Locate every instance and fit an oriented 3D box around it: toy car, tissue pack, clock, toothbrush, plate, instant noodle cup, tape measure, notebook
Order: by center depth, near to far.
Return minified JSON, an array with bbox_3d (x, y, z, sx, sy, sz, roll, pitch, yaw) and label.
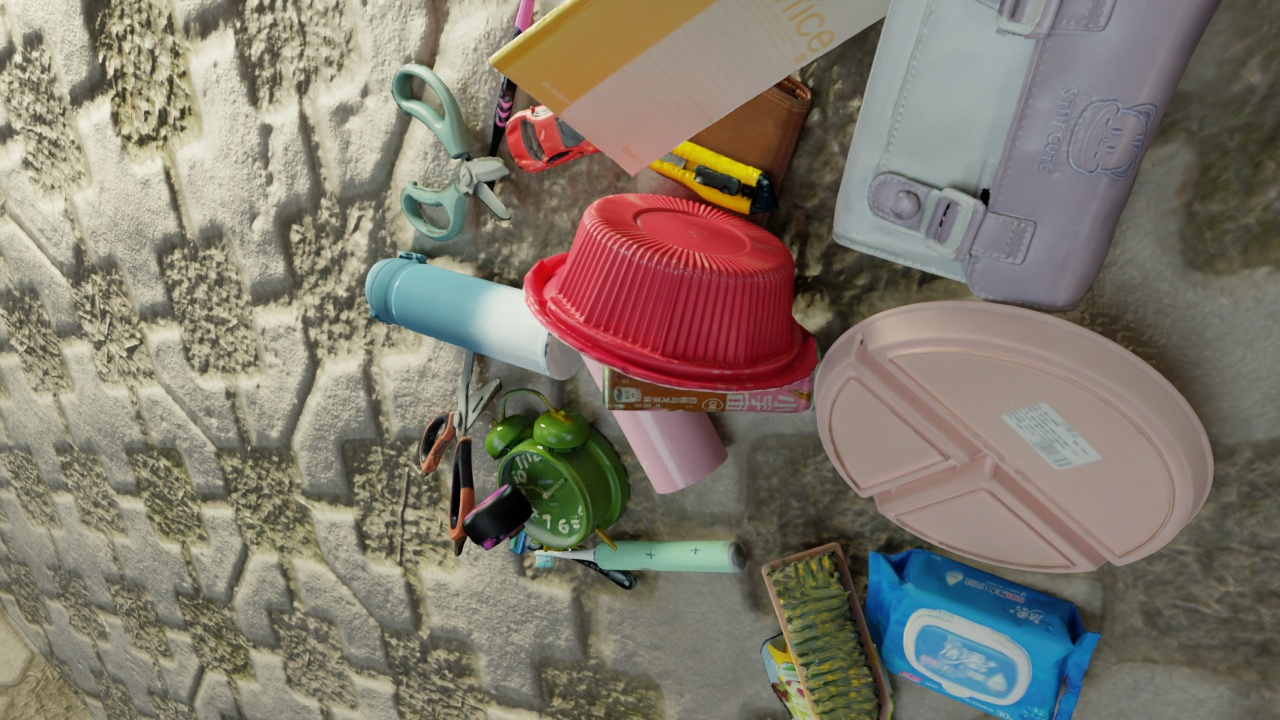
[{"bbox_3d":[0.041,-0.184,0.500,0.207,0.145,0.010,-27,63,23],"label":"notebook"},{"bbox_3d":[0.211,0.057,0.555,0.230,0.028,0.230,22,144,17],"label":"plate"},{"bbox_3d":[0.026,-0.054,0.581,0.194,0.193,0.066,27,118,22],"label":"instant noodle cup"},{"bbox_3d":[0.231,0.197,0.650,0.157,0.052,0.095,17,122,29],"label":"tissue pack"},{"bbox_3d":[-0.062,-0.170,0.686,0.106,0.031,0.049,-6,109,40],"label":"toy car"},{"bbox_3d":[-0.103,-0.203,0.706,0.014,0.017,0.190,8,128,-17],"label":"toothbrush"},{"bbox_3d":[-0.123,0.138,0.800,0.039,0.056,0.058,52,148,-2],"label":"tape measure"},{"bbox_3d":[-0.009,0.175,0.821,0.225,0.026,0.027,-7,74,34],"label":"toothbrush"},{"bbox_3d":[-0.079,0.097,0.823,0.116,0.056,0.161,-12,105,39],"label":"clock"}]

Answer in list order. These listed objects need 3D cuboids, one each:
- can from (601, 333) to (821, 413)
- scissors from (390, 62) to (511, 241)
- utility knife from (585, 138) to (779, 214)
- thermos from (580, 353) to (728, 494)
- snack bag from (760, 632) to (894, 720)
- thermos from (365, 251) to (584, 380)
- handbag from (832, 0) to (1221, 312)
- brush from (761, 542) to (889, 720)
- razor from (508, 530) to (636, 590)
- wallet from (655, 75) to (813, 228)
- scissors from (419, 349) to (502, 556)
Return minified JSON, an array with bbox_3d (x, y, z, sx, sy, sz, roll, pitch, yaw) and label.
[{"bbox_3d":[0.047,0.007,0.635,0.147,0.057,0.058,1,119,-1],"label":"can"},{"bbox_3d":[-0.162,-0.174,0.749,0.173,0.019,0.179,0,108,50],"label":"scissors"},{"bbox_3d":[0.024,-0.132,0.616,0.154,0.015,0.033,27,130,23],"label":"utility knife"},{"bbox_3d":[-0.004,0.004,0.702,0.067,0.087,0.198,-28,98,-1],"label":"thermos"},{"bbox_3d":[0.171,0.316,0.771,0.110,0.038,0.191,-9,109,27],"label":"snack bag"},{"bbox_3d":[-0.146,-0.043,0.794,0.221,0.070,0.070,18,123,29],"label":"thermos"},{"bbox_3d":[0.195,-0.138,0.475,0.145,0.098,0.197,21,125,19],"label":"handbag"},{"bbox_3d":[0.144,0.215,0.686,0.063,0.073,0.145,-20,74,9],"label":"brush"},{"bbox_3d":[-0.062,0.187,0.883,0.143,0.022,0.043,17,100,28],"label":"razor"},{"bbox_3d":[0.048,-0.158,0.613,0.124,0.032,0.101,35,133,17],"label":"wallet"},{"bbox_3d":[-0.173,0.068,0.868,0.189,0.015,0.222,17,101,60],"label":"scissors"}]
